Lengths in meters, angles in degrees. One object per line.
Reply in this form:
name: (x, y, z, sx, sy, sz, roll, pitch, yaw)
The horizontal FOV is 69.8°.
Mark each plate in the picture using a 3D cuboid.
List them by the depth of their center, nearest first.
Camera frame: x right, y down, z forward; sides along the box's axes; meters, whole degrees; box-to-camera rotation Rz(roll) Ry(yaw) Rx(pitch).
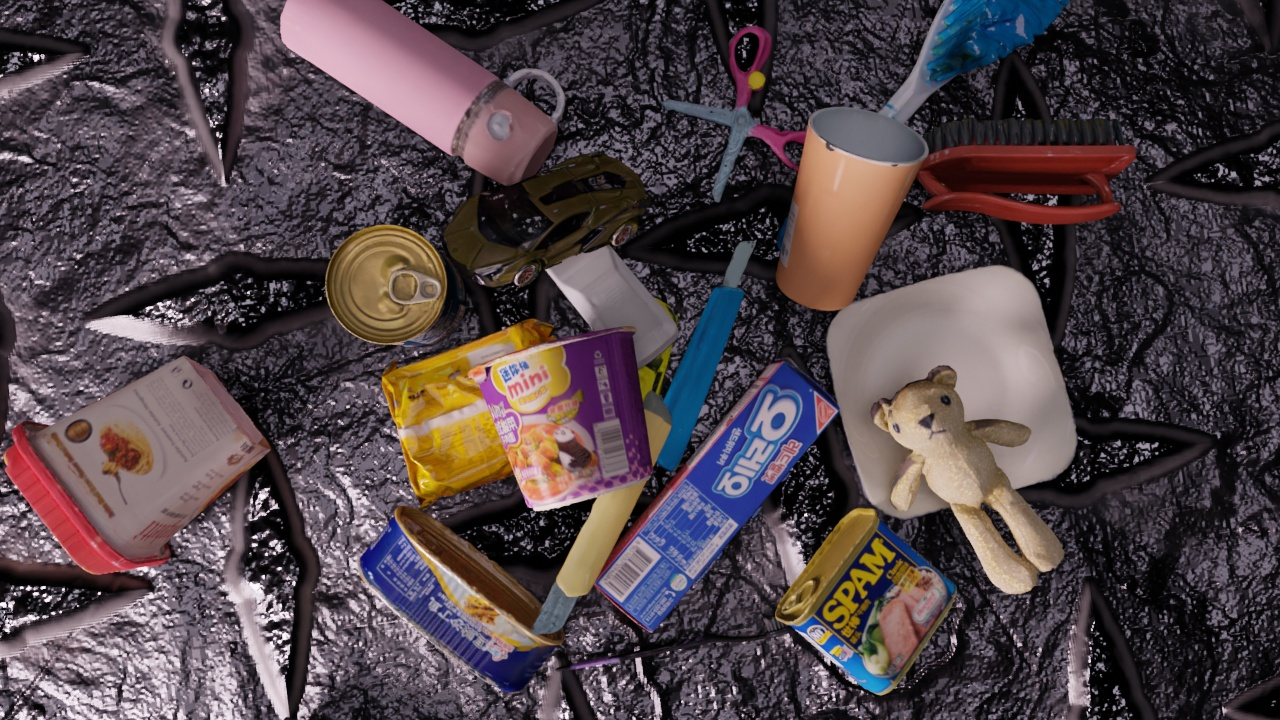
plate: (0.223, 0.022, 0.671, 0.164, 0.034, 0.163, -15, 89, -1)

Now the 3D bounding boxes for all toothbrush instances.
toothbrush: (0.030, 0.206, 0.671, 0.189, 0.014, 0.016, -10, 81, -1)

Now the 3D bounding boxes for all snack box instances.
snack box: (0.053, 0.093, 0.653, 0.057, 0.058, 0.207, 40, 88, 0)

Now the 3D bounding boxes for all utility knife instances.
utility knife: (-0.023, 0.105, 0.628, 0.031, 0.019, 0.183, 29, 71, -6)
utility knife: (0.047, -0.007, 0.674, 0.034, 0.018, 0.182, 26, 85, -39)

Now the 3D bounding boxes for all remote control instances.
remote control: (-0.026, -0.051, 0.658, 0.049, 0.024, 0.125, -38, 69, -4)

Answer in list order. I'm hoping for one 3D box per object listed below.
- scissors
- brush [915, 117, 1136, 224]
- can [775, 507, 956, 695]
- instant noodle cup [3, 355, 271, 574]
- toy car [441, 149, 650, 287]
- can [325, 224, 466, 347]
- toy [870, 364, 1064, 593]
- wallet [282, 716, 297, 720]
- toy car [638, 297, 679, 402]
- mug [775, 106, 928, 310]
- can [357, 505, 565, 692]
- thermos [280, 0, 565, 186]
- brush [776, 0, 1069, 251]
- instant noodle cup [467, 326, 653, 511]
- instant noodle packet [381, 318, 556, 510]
scissors: (0.082, -0.181, 0.685, 0.134, 0.017, 0.133, 18, 92, -1)
brush: (0.272, -0.135, 0.663, 0.146, 0.063, 0.069, 1, 75, 0)
can: (0.161, 0.170, 0.649, 0.083, 0.057, 0.102, 40, 78, -2)
instant noodle cup: (-0.333, 0.066, 0.625, 0.124, 0.116, 0.116, -38, 89, -15)
toy car: (-0.063, -0.099, 0.632, 0.157, 0.042, 0.070, -31, 68, -32)
can: (-0.162, -0.047, 0.627, 0.075, 0.111, 0.075, 0, 89, -4)
toy: (0.222, 0.082, 0.619, 0.105, 0.066, 0.157, -35, 82, 15)
wallet: (-0.211, 0.311, 0.655, 0.115, 0.033, 0.090, 14, 87, -4)
toy car: (-0.004, 0.004, 0.668, 0.048, 0.032, 0.105, 16, 86, 0)
mug: (0.135, -0.099, 0.622, 0.078, 0.078, 0.123, 13, 128, -1)
can: (-0.125, 0.166, 0.639, 0.148, 0.074, 0.049, 39, 91, -2)
thermos: (-0.149, -0.206, 0.654, 0.198, 0.067, 0.087, 32, 88, 1)
brush: (0.211, -0.203, 0.658, 0.060, 0.109, 0.314, 39, 80, -15)
instant noodle cup: (-0.044, 0.039, 0.591, 0.111, 0.111, 0.099, -15, 88, -2)
instant noodle packet: (-0.111, 0.037, 0.659, 0.128, 0.044, 0.110, -17, 87, -4)
